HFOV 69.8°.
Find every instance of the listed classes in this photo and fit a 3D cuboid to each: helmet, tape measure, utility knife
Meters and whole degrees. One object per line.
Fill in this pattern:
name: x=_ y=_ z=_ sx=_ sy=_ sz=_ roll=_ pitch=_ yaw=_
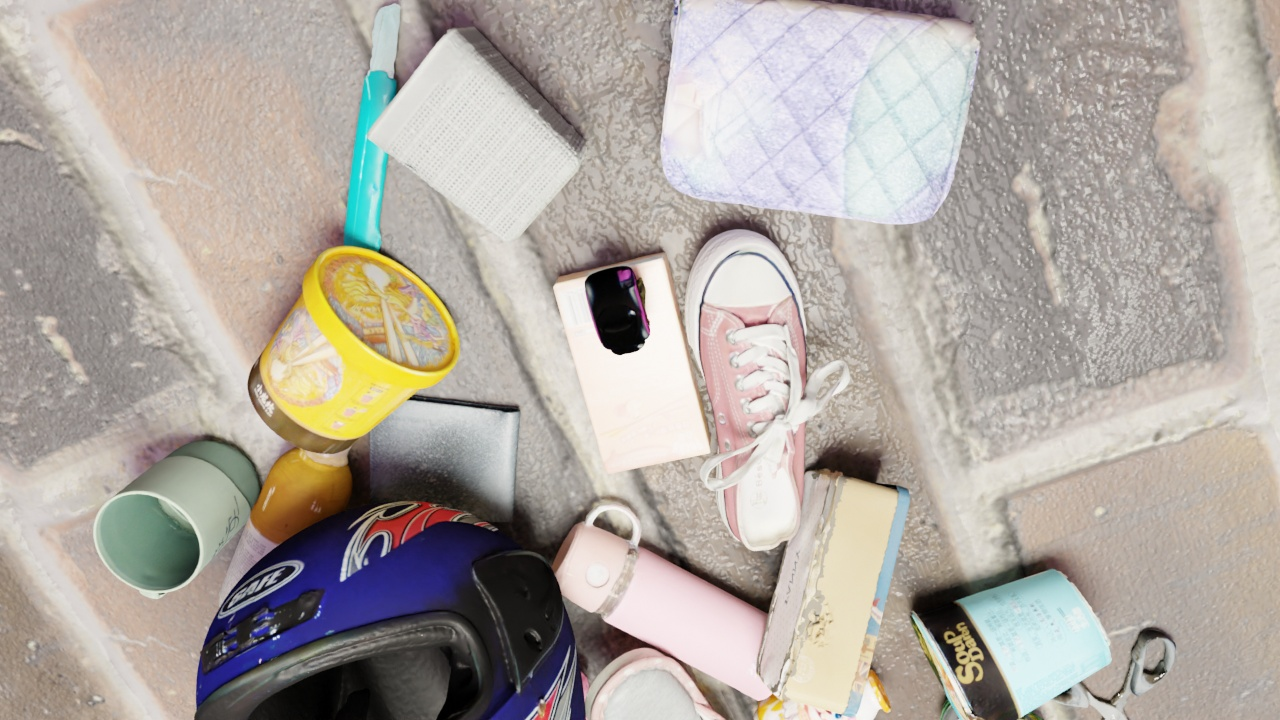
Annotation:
helmet: x=-0.180 y=0.223 z=0.631 sx=0.248 sy=0.315 sz=0.240 roll=-32 pitch=85 yaw=14
tape measure: x=-0.014 y=-0.036 z=0.633 sx=0.039 sy=0.057 sz=0.057 roll=-16 pitch=65 yaw=4
utility knife: x=-0.190 y=-0.153 z=0.656 sx=0.029 sy=0.013 sz=0.197 roll=14 pitch=112 yaw=-1

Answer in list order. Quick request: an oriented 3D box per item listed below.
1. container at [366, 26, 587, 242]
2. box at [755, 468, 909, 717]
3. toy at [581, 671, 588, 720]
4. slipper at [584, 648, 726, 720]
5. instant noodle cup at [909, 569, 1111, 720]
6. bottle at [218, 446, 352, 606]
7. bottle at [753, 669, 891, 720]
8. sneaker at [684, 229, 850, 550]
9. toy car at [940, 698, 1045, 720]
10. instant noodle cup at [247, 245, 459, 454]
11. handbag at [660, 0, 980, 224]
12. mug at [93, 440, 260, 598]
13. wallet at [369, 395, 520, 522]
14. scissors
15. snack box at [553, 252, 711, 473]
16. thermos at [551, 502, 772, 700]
container: x=-0.102 y=-0.148 z=0.615 sx=0.114 sy=0.090 sz=0.090 roll=41 pitch=107 yaw=-13
box: x=0.142 y=0.161 z=0.681 sx=0.064 sy=0.090 sz=0.184 roll=18 pitch=86 yaw=-3
toy: x=-0.053 y=0.354 z=0.791 sx=0.178 sy=0.074 sz=0.195 roll=-13 pitch=106 yaw=-6
slipper: x=0.038 y=0.341 z=0.753 sx=0.114 sy=0.054 sz=0.274 roll=-33 pitch=121 yaw=-14
instant noodle cup: x=0.290 y=0.223 z=0.713 sx=0.120 sy=0.111 sz=0.111 roll=-26 pitch=106 yaw=4
bottle: x=-0.277 y=0.133 z=0.732 sx=0.068 sy=0.068 sz=0.190 roll=26 pitch=109 yaw=-5
bottle: x=0.151 y=0.294 z=0.763 sx=0.108 sy=0.063 sz=0.063 roll=-28 pitch=105 yaw=12
sneaker: x=0.087 y=0.030 z=0.650 sx=0.118 sy=0.088 sz=0.241 roll=-8 pitch=105 yaw=-11
toy car: x=0.297 y=0.306 z=0.771 sx=0.091 sy=0.036 sz=0.043 roll=18 pitch=110 yaw=-3
instant noodle cup: x=-0.211 y=-0.002 z=0.661 sx=0.118 sy=0.118 sz=0.115 roll=43 pitch=114 yaw=-11
handbag: x=0.110 y=-0.165 z=0.603 sx=0.194 sy=0.075 sz=0.134 roll=8 pitch=105 yaw=-1
mug: x=-0.357 y=0.127 z=0.715 sx=0.082 sy=0.106 sz=0.112 roll=20 pitch=108 yaw=-4
wallet: x=-0.158 y=0.077 z=0.733 sx=0.121 sy=0.019 sz=0.097 roll=6 pitch=107 yaw=3
scissors: x=0.397 y=0.298 z=0.775 sx=0.159 sy=0.014 sz=0.181 roll=17 pitch=110 yaw=-2
snack box: x=-0.004 y=0.004 z=0.692 sx=0.084 sy=0.026 sz=0.157 roll=-12 pitch=108 yaw=7
thermos: x=0.029 y=0.190 z=0.739 sx=0.198 sy=0.067 sz=0.087 roll=30 pitch=82 yaw=-5
